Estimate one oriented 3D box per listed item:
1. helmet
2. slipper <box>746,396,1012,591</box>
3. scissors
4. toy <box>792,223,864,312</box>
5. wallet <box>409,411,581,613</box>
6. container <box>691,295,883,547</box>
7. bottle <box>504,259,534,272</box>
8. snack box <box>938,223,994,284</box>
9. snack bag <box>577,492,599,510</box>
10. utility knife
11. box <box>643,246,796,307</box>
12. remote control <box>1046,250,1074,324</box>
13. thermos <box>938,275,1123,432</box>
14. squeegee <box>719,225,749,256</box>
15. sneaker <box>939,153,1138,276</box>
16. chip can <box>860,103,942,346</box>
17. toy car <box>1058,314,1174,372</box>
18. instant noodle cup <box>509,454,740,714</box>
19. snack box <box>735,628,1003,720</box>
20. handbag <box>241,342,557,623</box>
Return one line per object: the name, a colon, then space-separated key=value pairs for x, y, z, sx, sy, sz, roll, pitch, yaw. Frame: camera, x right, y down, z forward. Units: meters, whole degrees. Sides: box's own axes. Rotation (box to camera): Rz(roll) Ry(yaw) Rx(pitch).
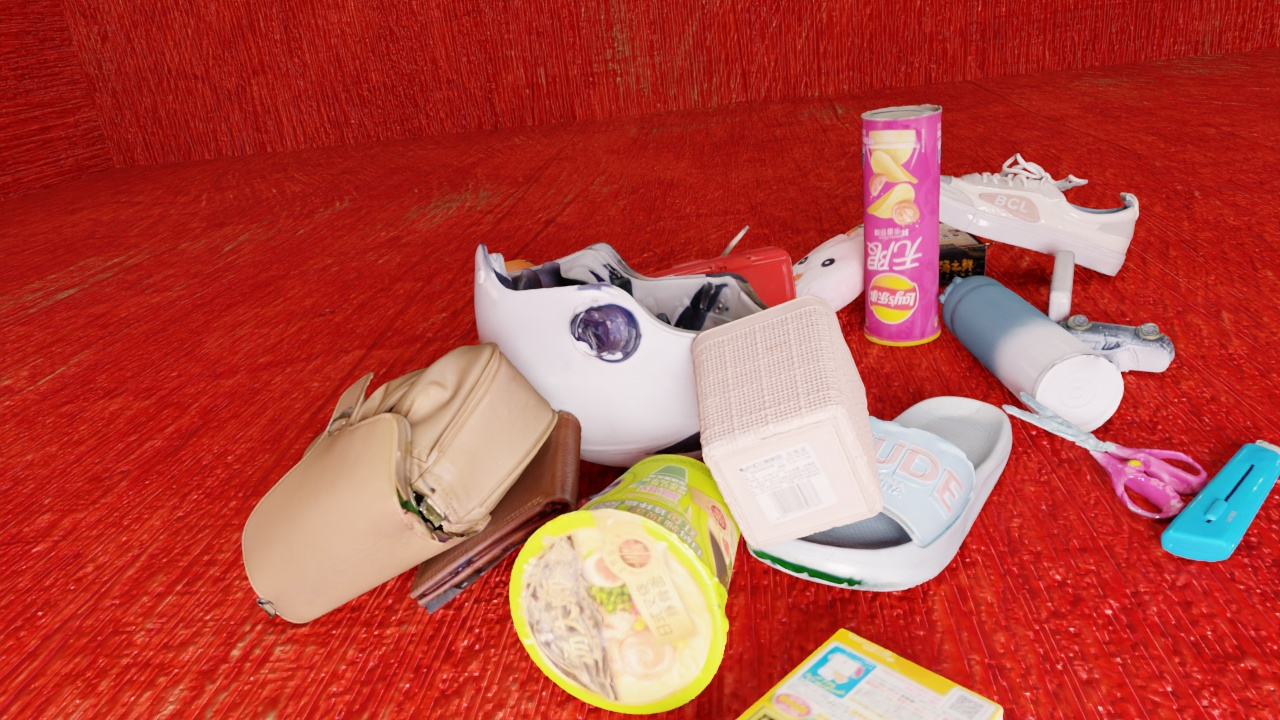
helmet: x=-0.004 y=0.004 z=0.683 sx=0.259 sy=0.146 sz=0.228 roll=16 pitch=14 yaw=19
slipper: x=0.165 y=0.068 z=0.583 sx=0.104 sy=0.074 sz=0.244 roll=14 pitch=29 yaw=40
scissors: x=0.310 y=0.054 z=0.613 sx=0.083 sy=0.017 sz=0.137 roll=-17 pitch=39 yaw=-22
toy: x=0.207 y=-0.098 z=0.944 sx=0.159 sy=0.054 sz=0.121 roll=-38 pitch=18 yaw=-12
wallet: x=-0.085 y=0.094 z=0.574 sx=0.125 sy=0.032 sz=0.101 roll=-38 pitch=17 yaw=17
container: x=0.083 y=0.036 z=0.522 sx=0.090 sy=0.090 sz=0.110 roll=-19 pitch=29 yaw=15
bottle: x=-0.146 y=-0.093 z=1.095 sx=0.067 sy=0.067 sz=0.149 roll=-8 pitch=15 yaw=-2
snack box: x=0.315 y=-0.118 z=1.018 sx=0.113 sy=0.053 sz=0.125 roll=-5 pitch=24 yaw=4
snack bag: x=-0.001 y=0.097 z=0.625 sx=0.104 sy=0.026 sz=0.048 roll=-14 pitch=35 yaw=-16
utility knife: x=0.365 y=0.081 z=0.564 sx=0.159 sy=0.018 sz=0.034 roll=-24 pitch=27 yaw=-39
box: x=0.044 y=-0.051 z=0.901 sx=0.201 sy=0.095 sz=0.102 roll=-15 pitch=13 yaw=-15
remote control: x=0.388 y=-0.058 z=0.848 sx=0.020 sy=0.056 sz=0.135 roll=6 pitch=26 yaw=25
thermos: x=0.311 y=-0.014 z=0.754 sx=0.070 sy=0.070 sz=0.220 roll=-7 pitch=22 yaw=1
squeegee: x=-0.011 y=-0.059 z=0.977 sx=0.246 sy=0.039 sz=0.246 roll=-20 pitch=-3 yaw=-4
sneaker: x=0.397 y=-0.169 z=0.965 sx=0.242 sy=0.091 sz=0.089 roll=19 pitch=18 yaw=10
chip can: x=0.240 y=-0.122 z=0.841 sx=0.071 sy=0.211 sz=0.071 roll=-6 pitch=23 yaw=2
toy car: x=0.386 y=-0.010 z=0.751 sx=0.091 sy=0.043 sz=0.034 roll=11 pitch=55 yaw=44
instant noodle cup: x=0.005 y=0.108 z=0.502 sx=0.112 sy=0.112 sz=0.123 roll=1 pitch=16 yaw=18
snack box: x=0.082 y=0.178 z=0.394 sx=0.140 sy=0.034 sz=0.087 roll=-23 pitch=27 yaw=-38
handbag: x=-0.155 y=0.070 z=0.563 sx=0.205 sy=0.100 sz=0.147 roll=-31 pitch=21 yaw=30
